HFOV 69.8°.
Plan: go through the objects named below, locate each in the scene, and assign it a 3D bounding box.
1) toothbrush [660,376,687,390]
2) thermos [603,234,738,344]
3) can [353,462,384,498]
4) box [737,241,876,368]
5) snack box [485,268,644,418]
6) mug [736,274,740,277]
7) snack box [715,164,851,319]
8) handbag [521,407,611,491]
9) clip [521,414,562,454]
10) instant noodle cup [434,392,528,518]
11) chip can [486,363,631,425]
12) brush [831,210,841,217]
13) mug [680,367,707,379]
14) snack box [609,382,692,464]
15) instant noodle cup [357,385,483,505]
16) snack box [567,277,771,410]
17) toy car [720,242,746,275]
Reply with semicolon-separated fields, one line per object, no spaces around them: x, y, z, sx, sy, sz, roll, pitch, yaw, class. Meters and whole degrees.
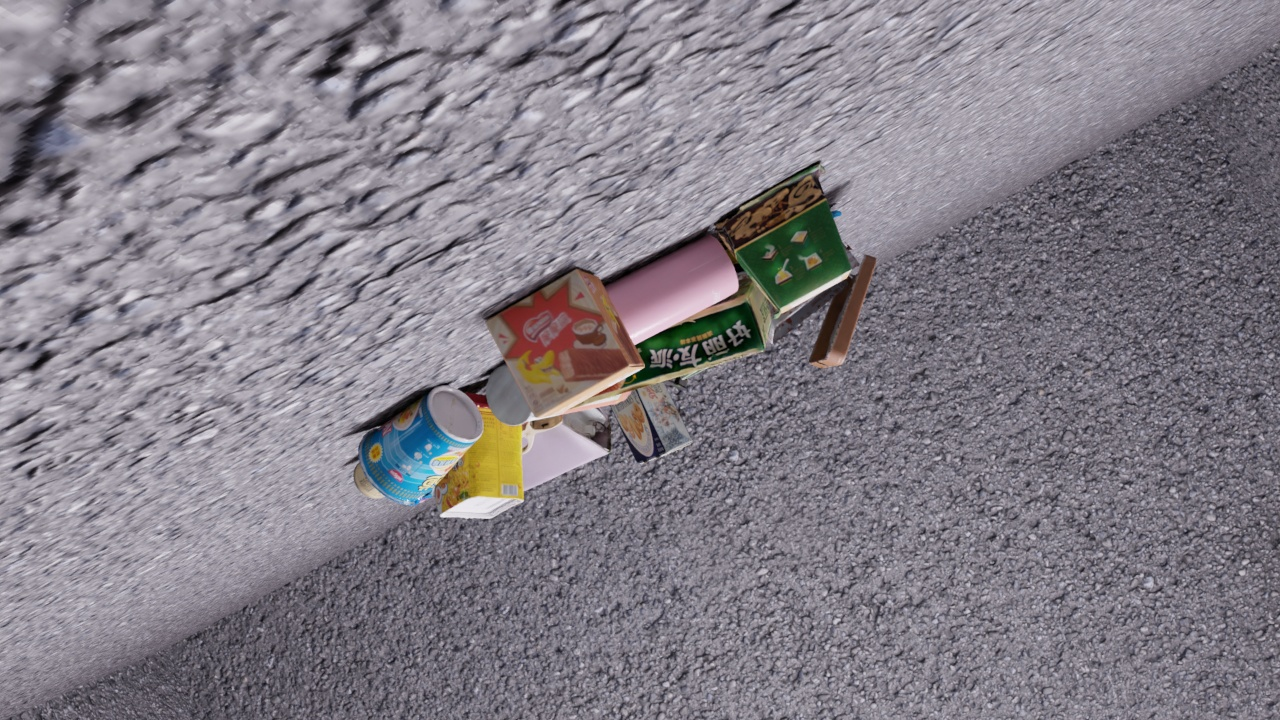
-0.007;0.007;1.165;0.026;0.027;0.212;7;170;44;toothbrush
-0.005;-0.056;0.886;0.198;0.067;0.087;-26;160;-11;thermos
-0.305;0.128;1.148;0.117;0.058;0.058;-31;174;34;can
0.222;-0.068;1.133;0.148;0.158;0.181;-36;172;3;box
-0.063;-0.014;0.788;0.093;0.094;0.077;-29;175;10;snack box
0.162;-0.101;1.340;0.125;0.084;0.103;-55;173;6;mug
0.151;-0.111;0.906;0.117;0.105;0.118;-29;176;8;snack box
-0.158;0.108;1.281;0.197;0.145;0.098;-29;-142;27;handbag
-0.137;0.089;1.163;0.104;0.034;0.076;-29;138;28;clip
-0.195;0.116;1.085;0.116;0.123;0.116;11;149;-42;instant noodle cup
-0.091;0.031;1.115;0.071;0.071;0.214;-31;168;29;chip can
0.155;-0.128;1.220;0.255;0.046;0.083;-34;169;23;brush
0.056;-0.035;1.178;0.082;0.106;0.112;-25;174;-41;mug
-0.005;0.052;1.303;0.045;0.182;0.178;-25;175;-16;snack box
-0.226;0.084;0.975;0.110;0.099;0.099;-39;171;26;instant noodle cup
0.019;-0.020;0.994;0.240;0.063;0.114;-18;-168;16;snack box
0.099;-0.108;1.006;0.156;0.041;0.071;-16;175;11;toy car
